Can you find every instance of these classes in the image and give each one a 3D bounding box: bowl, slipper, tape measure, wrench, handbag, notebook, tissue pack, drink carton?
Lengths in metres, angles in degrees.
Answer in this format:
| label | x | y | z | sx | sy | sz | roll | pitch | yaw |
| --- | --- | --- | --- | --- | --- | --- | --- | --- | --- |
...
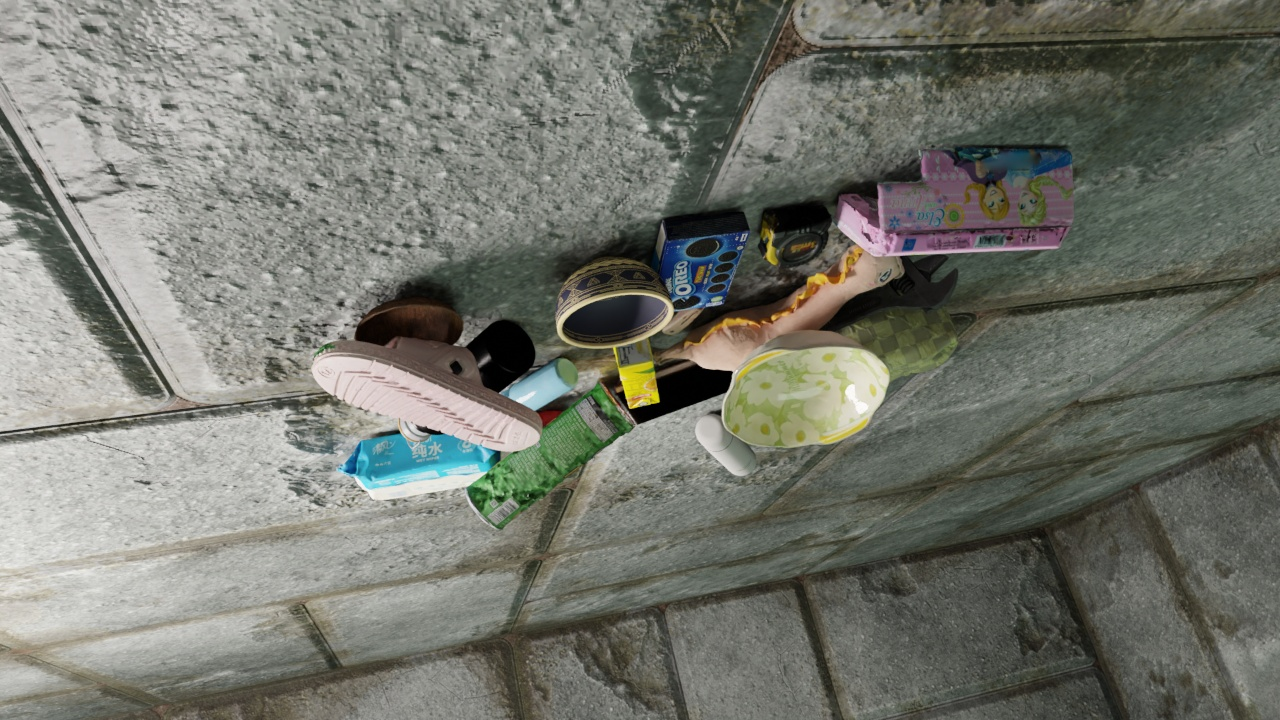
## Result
| label | x | y | z | sx | sy | sz | roll | pitch | yaw |
| --- | --- | --- | --- | --- | --- | --- | --- | --- | --- |
| bowl | 0.179 | 0.023 | 1.030 | 0.189 | 0.060 | 0.219 | -31 | 137 | 26 |
| slipper | -0.200 | 0.022 | 0.908 | 0.239 | 0.064 | 0.094 | 26 | 140 | -32 |
| tape measure | 0.149 | -0.121 | 0.890 | 0.067 | 0.038 | 0.063 | -13 | 149 | -10 |
| wrench | 0.237 | -0.050 | 1.065 | 0.274 | 0.073 | 0.018 | -26 | 155 | 33 |
| handbag | 0.288 | -0.013 | 1.124 | 0.187 | 0.113 | 0.117 | -20 | 163 | 11 |
| bowl | -0.223 | -0.037 | 0.881 | 0.102 | 0.026 | 0.114 | -5 | 156 | -19 |
| notebook | 0.079 | 0.026 | 1.203 | 0.209 | 0.008 | 0.141 | -20 | 157 | 4 |
| tissue pack | -0.275 | 0.132 | 1.190 | 0.209 | 0.066 | 0.117 | -11 | 158 | -6 |
| drink carton | -0.006 | 0.006 | 1.063 | 0.043 | 0.058 | 0.135 | -12 | 158 | 0 |
| bowl | -0.029 | -0.064 | 0.883 | 0.112 | 0.061 | 0.112 | -10 | 157 | -5 |

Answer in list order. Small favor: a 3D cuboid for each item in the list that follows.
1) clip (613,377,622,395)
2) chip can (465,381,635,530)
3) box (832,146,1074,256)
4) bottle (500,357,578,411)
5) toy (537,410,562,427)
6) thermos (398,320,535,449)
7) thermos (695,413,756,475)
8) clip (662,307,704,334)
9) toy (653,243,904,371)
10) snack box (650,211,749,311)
| label | x | y | z | sx | sy | sz | roll | pitch | yaw |
| --- | --- | --- | --- | --- | --- | --- | --- | --- | --- |
| clip | -0.022 | 0.030 | 1.169 | 0.036 | 0.013 | 0.053 | -1 | 151 | -31 |
| chip can | -0.114 | 0.122 | 1.151 | 0.223 | 0.075 | 0.075 | -38 | 155 | 1 |
| box | 0.308 | -0.159 | 0.871 | 0.230 | 0.085 | 0.097 | -5 | 124 | -21 |
| bottle | -0.131 | 0.040 | 1.093 | 0.130 | 0.040 | 0.040 | -30 | 153 | 33 |
| toy | -0.128 | 0.096 | 1.216 | 0.092 | 0.045 | 0.135 | -25 | 153 | 15 |
| thermos | -0.205 | 0.036 | 1.013 | 0.061 | 0.061 | 0.232 | 8 | 149 | -41 |
| thermos | 0.136 | 0.134 | 1.446 | 0.052 | 0.052 | 0.224 | -19 | 157 | 12 |
| clip | 0.046 | -0.046 | 0.996 | 0.061 | 0.043 | 0.024 | -24 | 157 | 36 |
| toy | 0.158 | -0.055 | 1.012 | 0.195 | 0.065 | 0.265 | 0 | 152 | -39 |
| snack box | 0.052 | -0.093 | 0.908 | 0.082 | 0.027 | 0.150 | -10 | 157 | -9 |
